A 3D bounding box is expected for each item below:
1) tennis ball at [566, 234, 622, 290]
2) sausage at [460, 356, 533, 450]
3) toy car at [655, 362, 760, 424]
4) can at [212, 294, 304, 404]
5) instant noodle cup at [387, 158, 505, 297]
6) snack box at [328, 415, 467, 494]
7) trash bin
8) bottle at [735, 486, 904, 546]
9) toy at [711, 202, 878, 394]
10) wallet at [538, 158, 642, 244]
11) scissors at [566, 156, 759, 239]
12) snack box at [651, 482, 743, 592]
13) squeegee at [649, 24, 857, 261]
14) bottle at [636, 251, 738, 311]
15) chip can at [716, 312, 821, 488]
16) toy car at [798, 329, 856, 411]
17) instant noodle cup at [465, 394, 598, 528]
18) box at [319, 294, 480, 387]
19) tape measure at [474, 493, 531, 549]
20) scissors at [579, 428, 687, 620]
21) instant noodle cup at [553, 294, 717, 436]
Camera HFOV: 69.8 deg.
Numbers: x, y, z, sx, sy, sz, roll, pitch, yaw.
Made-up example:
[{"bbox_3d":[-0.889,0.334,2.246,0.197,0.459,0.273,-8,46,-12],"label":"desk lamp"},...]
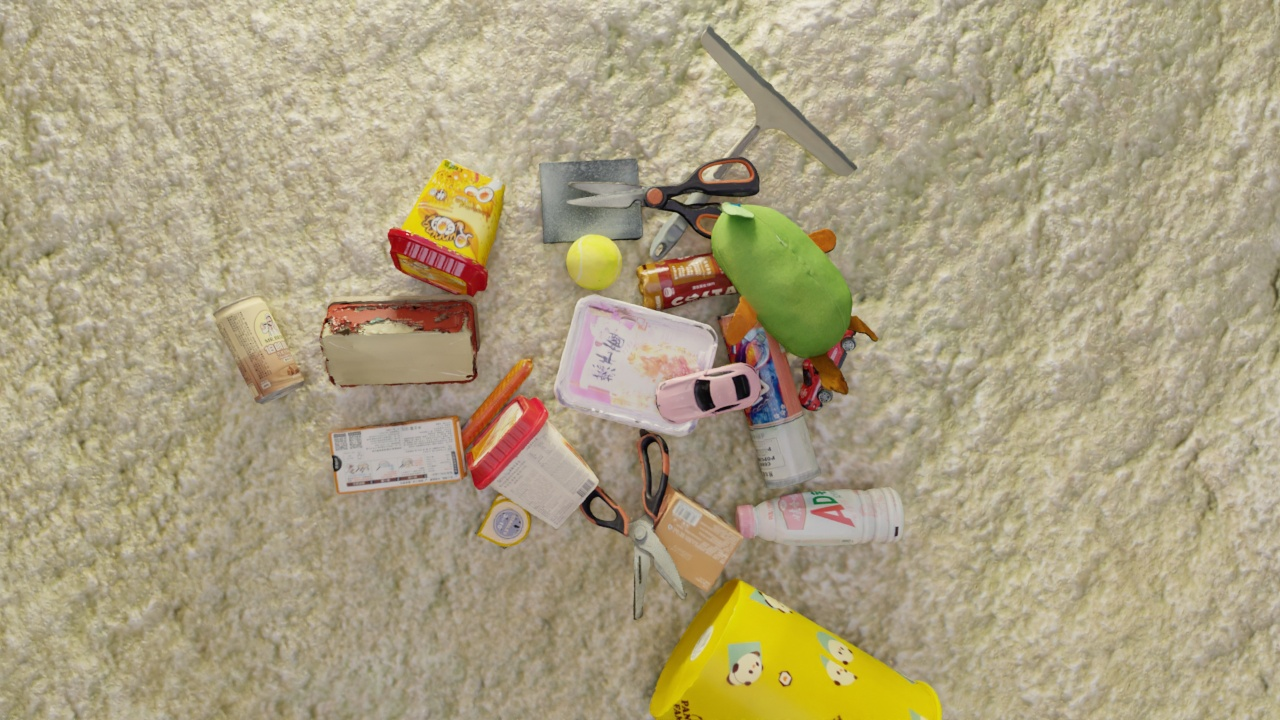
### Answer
[{"bbox_3d":[-0.054,-0.115,1.078,0.065,0.065,0.065,0,92,-5],"label":"tennis ball"},{"bbox_3d":[-0.182,0.059,1.095,0.021,0.021,0.165,41,89,-5],"label":"sausage"},{"bbox_3d":[0.078,0.038,1.051,0.122,0.037,0.056,-14,92,-3],"label":"toy car"},{"bbox_3d":[-0.437,-0.012,1.051,0.058,0.058,0.116,-26,94,-4],"label":"can"},{"bbox_3d":[-0.213,-0.151,1.046,0.116,0.116,0.123,22,79,-5],"label":"instant noodle cup"},{"bbox_3d":[-0.284,0.110,1.073,0.154,0.026,0.075,-7,94,5],"label":"snack box"},{"bbox_3d":[0.166,0.396,1.046,0.255,0.229,0.229,35,89,1],"label":"trash bin"},{"bbox_3d":[0.215,0.192,1.113,0.197,0.068,0.068,-3,92,-2],"label":"bottle"},{"bbox_3d":[0.168,-0.081,1.032,0.247,0.090,0.226,50,53,-6],"label":"toy"},{"bbox_3d":[-0.059,-0.190,1.099,0.121,0.019,0.097,-4,94,-6],"label":"wallet"},{"bbox_3d":[0.031,-0.203,1.068,0.234,0.022,0.160,26,91,-8],"label":"scissors"},{"bbox_3d":[0.055,0.207,1.084,0.093,0.094,0.077,33,89,-6],"label":"snack box"},{"bbox_3d":[0.091,-0.217,1.101,0.246,0.039,0.246,38,94,-15],"label":"squeegee"},{"bbox_3d":[0.085,-0.103,1.094,0.175,0.057,0.057,-13,93,-5],"label":"bottle"},{"bbox_3d":[0.154,0.041,1.099,0.071,0.071,0.214,-16,93,-4],"label":"chip can"},{"bbox_3d":[0.222,0.003,1.114,0.045,0.053,0.120,22,87,-4],"label":"toy car"},{"bbox_3d":[-0.123,0.121,1.063,0.124,0.116,0.116,43,88,-16],"label":"instant noodle cup"},{"bbox_3d":[-0.269,-0.018,1.038,0.168,0.080,0.091,-2,133,-5],"label":"box"},{"bbox_3d":[-0.160,0.193,1.098,0.057,0.029,0.060,27,89,-4],"label":"tape measure"},{"bbox_3d":[-0.003,0.179,1.044,0.015,0.227,0.189,37,81,-47],"label":"scissors"},{"bbox_3d":[-0.006,0.006,1.089,0.173,0.060,0.138,15,91,-4],"label":"instant noodle cup"}]
